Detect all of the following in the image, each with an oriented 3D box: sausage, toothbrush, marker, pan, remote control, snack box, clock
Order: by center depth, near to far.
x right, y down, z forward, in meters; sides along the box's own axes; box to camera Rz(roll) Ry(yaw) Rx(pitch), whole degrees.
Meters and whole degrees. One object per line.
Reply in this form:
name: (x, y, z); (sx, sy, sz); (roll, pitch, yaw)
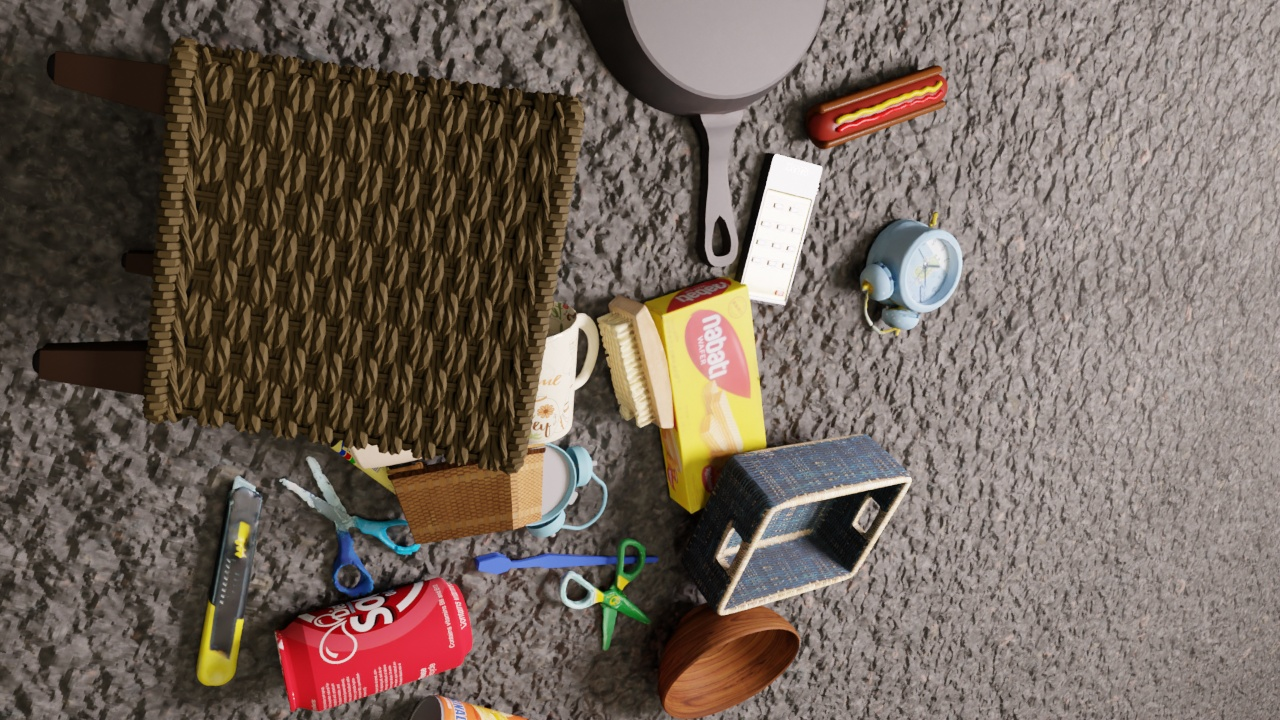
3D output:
marker: (-0.195, 0.102, 0.740); (0.014, 0.014, 0.132); (-48, 122, -6)
pan: (0.065, -0.248, 0.746); (0.248, 0.043, 0.356); (-13, 112, -24)
clock: (-0.079, 0.109, 0.788); (0.123, 0.042, 0.087); (30, 91, -30)
sausage: (0.217, -0.231, 0.836); (0.155, 0.040, 0.040); (-23, 115, -20)
snack box: (0.062, 0.032, 0.837); (0.092, 0.042, 0.201); (-19, 115, -23)
remote control: (0.124, -0.117, 0.838); (0.058, 0.013, 0.133); (6, 103, -29)
toothbrush: (-0.064, 0.183, 0.842); (0.186, 0.011, 0.016); (6, 103, -32)
clock: (0.261, -0.082, 0.901); (0.124, 0.052, 0.089); (-49, 123, -6)

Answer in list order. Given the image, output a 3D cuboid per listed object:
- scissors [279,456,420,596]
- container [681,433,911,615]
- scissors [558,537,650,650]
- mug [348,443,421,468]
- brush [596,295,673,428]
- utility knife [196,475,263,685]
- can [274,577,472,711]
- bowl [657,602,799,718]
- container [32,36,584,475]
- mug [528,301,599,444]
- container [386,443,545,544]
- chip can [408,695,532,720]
scissors: (-0.243, 0.136, 0.726); (0.086, 0.015, 0.135); (-48, 120, -5)
container: (0.146, 0.151, 0.870); (0.187, 0.071, 0.146); (-5, 129, -35)
scissors: (-0.034, 0.225, 0.863); (0.119, 0.012, 0.129); (-3, 114, -28)
mug: (-0.170, 0.030, 0.677); (0.104, 0.112, 0.085); (-21, 75, -10)
brush: (-0.005, 0.005, 0.788); (0.039, 0.049, 0.117); (-22, 115, -23)
utility knife: (-0.312, 0.167, 0.697); (0.028, 0.020, 0.171); (6, 102, -32)
can: (-0.212, 0.226, 0.736); (0.142, 0.074, 0.074); (-11, 111, -25)
bowl: (0.076, 0.280, 0.902); (0.147, 0.068, 0.147); (-16, 137, -16)
container: (-0.187, -0.079, 0.514); (0.204, 0.321, 0.176); (6, 103, -23)
mug: (-0.075, 0.004, 0.749); (0.121, 0.081, 0.097); (-34, 130, -46)
container: (-0.129, 0.103, 0.707); (0.114, 0.063, 0.061); (-12, 84, 17)
chip can: (-0.110, 0.362, 0.842); (0.210, 0.062, 0.062); (29, 91, -32)
